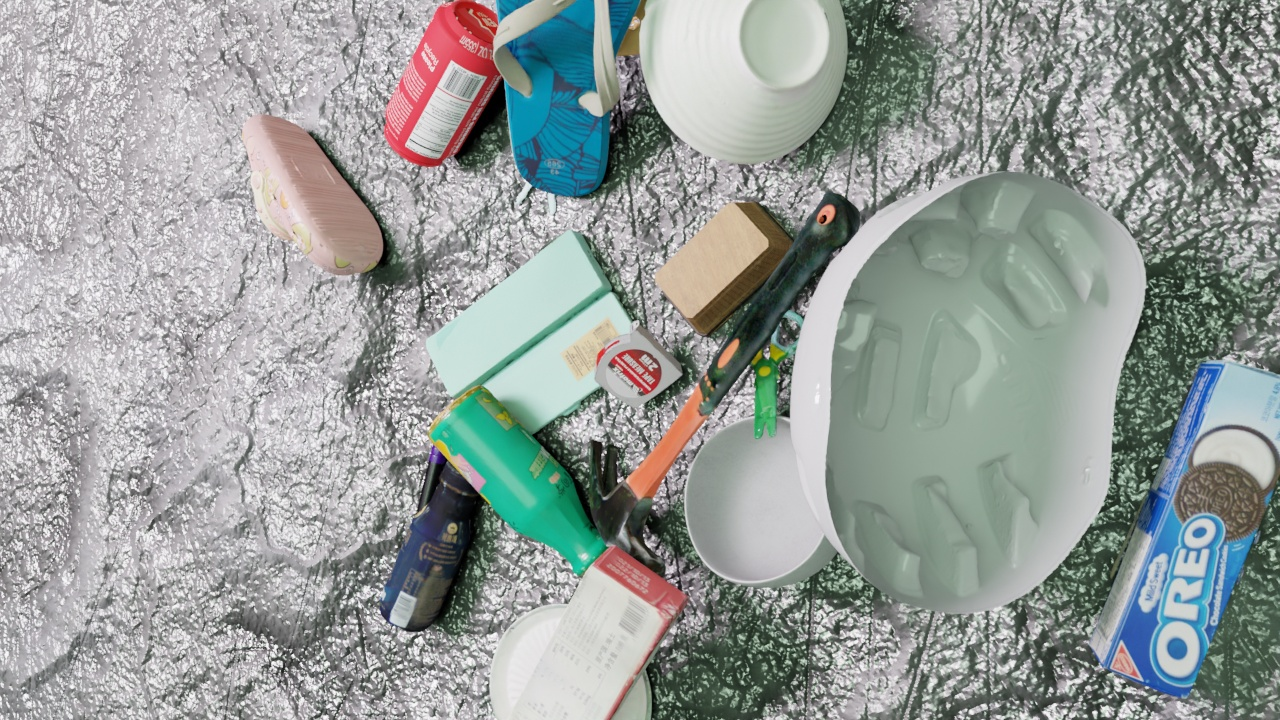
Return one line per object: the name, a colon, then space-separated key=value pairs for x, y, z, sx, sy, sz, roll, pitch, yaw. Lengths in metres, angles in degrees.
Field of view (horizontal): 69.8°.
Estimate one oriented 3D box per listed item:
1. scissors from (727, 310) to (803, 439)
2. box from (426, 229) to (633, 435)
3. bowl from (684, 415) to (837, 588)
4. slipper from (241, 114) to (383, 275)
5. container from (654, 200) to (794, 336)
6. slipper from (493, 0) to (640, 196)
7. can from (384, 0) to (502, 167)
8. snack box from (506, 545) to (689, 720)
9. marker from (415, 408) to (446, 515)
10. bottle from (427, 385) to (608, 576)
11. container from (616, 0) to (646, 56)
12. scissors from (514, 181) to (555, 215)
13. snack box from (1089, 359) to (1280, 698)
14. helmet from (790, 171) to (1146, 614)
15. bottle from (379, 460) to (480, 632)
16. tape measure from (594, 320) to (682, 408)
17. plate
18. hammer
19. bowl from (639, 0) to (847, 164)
scissors: x=0.106 y=0.010 z=0.727 sx=0.071 sy=0.014 sz=0.130 roll=-15 pitch=48 yaw=16
box: x=-0.097 y=-0.012 z=0.833 sx=0.187 sy=0.033 sz=0.136 roll=-36 pitch=72 yaw=17
bowl: x=0.105 y=0.113 z=0.724 sx=0.132 sy=0.064 sz=0.131 roll=-14 pitch=67 yaw=35
slipper: x=-0.334 y=-0.151 z=0.893 sx=0.082 sy=0.093 sz=0.197 roll=-43 pitch=74 yaw=25
container: x=0.066 y=-0.078 z=0.752 sx=0.114 sy=0.061 sz=0.063 roll=-43 pitch=75 yaw=14
slipper: x=-0.063 y=-0.239 z=0.712 sx=0.118 sy=0.060 sz=0.296 roll=16 pitch=137 yaw=5
can: x=-0.172 y=-0.245 z=0.817 sx=0.074 sy=0.074 sz=0.143 roll=55 pitch=130 yaw=13
snack box: x=-0.052 y=0.271 z=0.746 sx=0.076 sy=0.044 sz=0.274 roll=33 pitch=118 yaw=13
marker: x=-0.195 y=0.110 z=0.870 sx=0.018 sy=0.015 sz=0.134 roll=15 pitch=94 yaw=12
bottle: x=-0.092 y=0.117 z=0.798 sx=0.209 sy=0.068 sz=0.068 roll=46 pitch=104 yaw=6
container: x=-0.053 y=-0.349 z=0.729 sx=0.167 sy=0.184 sz=0.128 roll=13 pitch=48 yaw=17
scissors: x=-0.092 y=-0.201 z=0.843 sx=0.104 sy=0.015 sz=0.134 roll=34 pitch=104 yaw=14
snack box: x=0.381 y=0.113 z=0.632 sx=0.059 sy=0.059 sz=0.226 roll=21 pitch=96 yaw=16
helmet: x=0.210 y=0.025 z=0.617 sx=0.224 sy=0.184 sz=0.282 roll=9 pitch=75 yaw=-14
bottle: x=-0.189 y=0.170 z=0.845 sx=0.056 sy=0.056 sz=0.161 roll=27 pitch=98 yaw=19
tape measure: x=-0.005 y=0.005 z=0.784 sx=0.062 sy=0.020 sz=0.060 roll=-39 pitch=114 yaw=18
plate: x=-0.062 y=0.294 z=0.817 sx=0.157 sy=0.014 sz=0.157 roll=0 pitch=89 yaw=21
hammer: x=0.063 y=0.014 z=0.722 sx=0.334 sy=0.033 sz=0.133 roll=-55 pitch=41 yaw=17
bowl: x=0.094 y=-0.239 z=0.690 sx=0.177 sy=0.071 sz=0.177 roll=-4 pitch=103 yaw=-17
